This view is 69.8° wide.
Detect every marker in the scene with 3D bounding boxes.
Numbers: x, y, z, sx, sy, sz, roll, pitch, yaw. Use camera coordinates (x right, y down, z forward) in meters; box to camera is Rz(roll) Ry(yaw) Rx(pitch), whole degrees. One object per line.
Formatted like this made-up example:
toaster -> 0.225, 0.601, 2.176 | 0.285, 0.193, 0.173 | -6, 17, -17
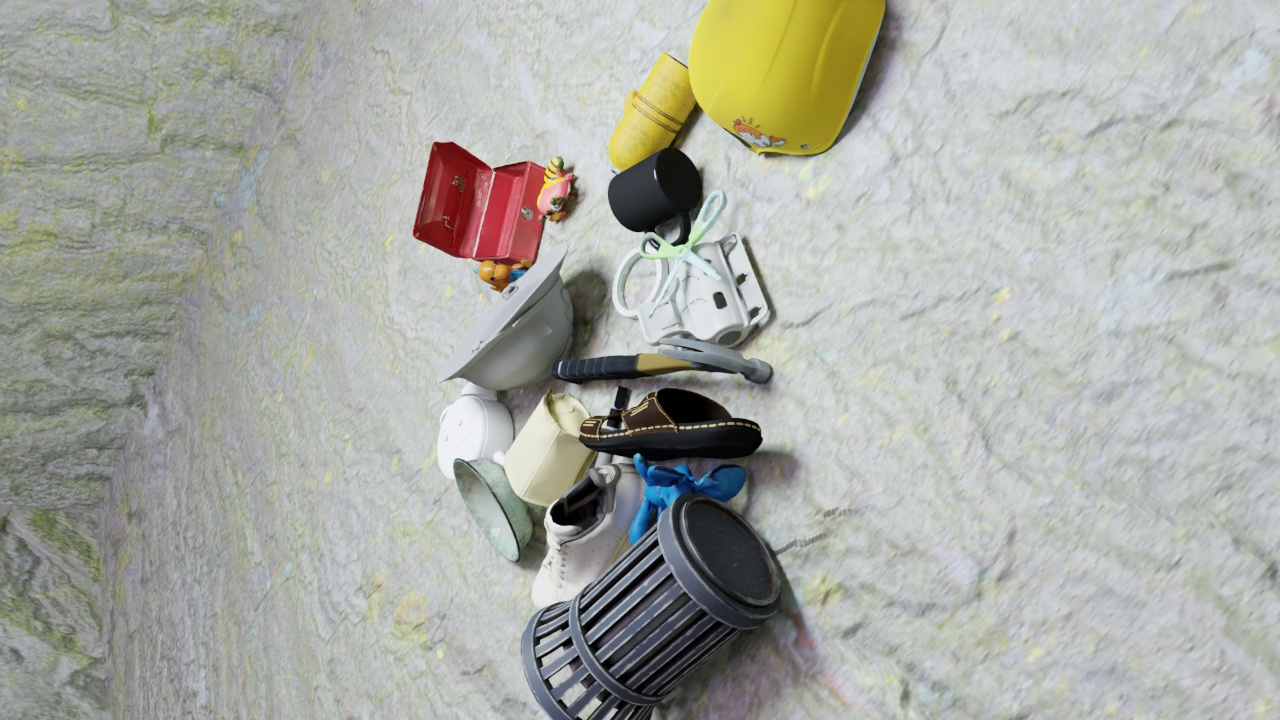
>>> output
marker -> -0.040, 0.100, 1.130 | 0.016, 0.016, 0.140 | 12, 87, 51

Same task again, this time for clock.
clock -> -0.247, 0.113, 1.328 | 0.126, 0.072, 0.160 | -44, 47, 31

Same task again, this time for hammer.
hammer -> -0.006, 0.006, 1.062 | 0.334, 0.117, 0.025 | -5, 71, 55

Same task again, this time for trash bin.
trash bin -> 0.015, 0.251, 0.904 | 0.228, 0.164, 0.164 | -47, 46, 25

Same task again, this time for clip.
clip -> 0.069, -0.064, 1.029 | 0.143, 0.072, 0.124 | -33, 50, 26

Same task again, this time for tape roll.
tape roll -> -0.001, -0.099, 1.154 | 0.093, 0.013, 0.093 | -21, 61, 45

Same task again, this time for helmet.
helmet -> -0.150, -0.029, 1.237 | 0.272, 0.117, 0.183 | -39, 19, 27
helmet -> 0.126, -0.340, 0.985 | 0.240, 0.139, 0.209 | 25, 97, 51

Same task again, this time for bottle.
bottle -> 0.014, -0.298, 1.159 | 0.164, 0.071, 0.071 | -56, 42, 19

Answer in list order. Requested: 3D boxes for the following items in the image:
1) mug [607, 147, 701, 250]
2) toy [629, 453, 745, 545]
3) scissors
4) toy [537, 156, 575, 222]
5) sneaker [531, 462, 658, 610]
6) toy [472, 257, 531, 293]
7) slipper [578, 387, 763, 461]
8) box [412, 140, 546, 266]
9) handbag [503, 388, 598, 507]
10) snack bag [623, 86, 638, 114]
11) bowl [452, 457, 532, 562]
mug -> 0.023, -0.190, 1.117 | 0.088, 0.078, 0.113 | -18, 91, 46
toy -> 0.039, 0.145, 0.967 | 0.177, 0.112, 0.070 | 118, 161, -53
scissors -> 0.049, -0.124, 1.027 | 0.174, 0.022, 0.171 | -48, 38, -2
toy -> -0.123, -0.244, 1.325 | 0.084, 0.046, 0.103 | 120, 155, -51
sneaker -> -0.076, 0.211, 1.066 | 0.242, 0.102, 0.089 | -56, 42, 23
toy -> -0.209, -0.118, 1.347 | 0.103, 0.090, 0.070 | -2, 73, 45
slipper -> 0.026, 0.067, 0.989 | 0.269, 0.113, 0.075 | -10, 70, 53
box -> -0.220, -0.228, 1.385 | 0.168, 0.153, 0.157 | 9, 86, 20
handbag -> -0.113, 0.108, 1.170 | 0.119, 0.081, 0.111 | -60, 34, 19
snack bag -> -0.009, -0.321, 1.234 | 0.026, 0.020, 0.099 | -32, 54, 49
bowl -> -0.189, 0.188, 1.210 | 0.157, 0.038, 0.158 | 41, 148, 33
